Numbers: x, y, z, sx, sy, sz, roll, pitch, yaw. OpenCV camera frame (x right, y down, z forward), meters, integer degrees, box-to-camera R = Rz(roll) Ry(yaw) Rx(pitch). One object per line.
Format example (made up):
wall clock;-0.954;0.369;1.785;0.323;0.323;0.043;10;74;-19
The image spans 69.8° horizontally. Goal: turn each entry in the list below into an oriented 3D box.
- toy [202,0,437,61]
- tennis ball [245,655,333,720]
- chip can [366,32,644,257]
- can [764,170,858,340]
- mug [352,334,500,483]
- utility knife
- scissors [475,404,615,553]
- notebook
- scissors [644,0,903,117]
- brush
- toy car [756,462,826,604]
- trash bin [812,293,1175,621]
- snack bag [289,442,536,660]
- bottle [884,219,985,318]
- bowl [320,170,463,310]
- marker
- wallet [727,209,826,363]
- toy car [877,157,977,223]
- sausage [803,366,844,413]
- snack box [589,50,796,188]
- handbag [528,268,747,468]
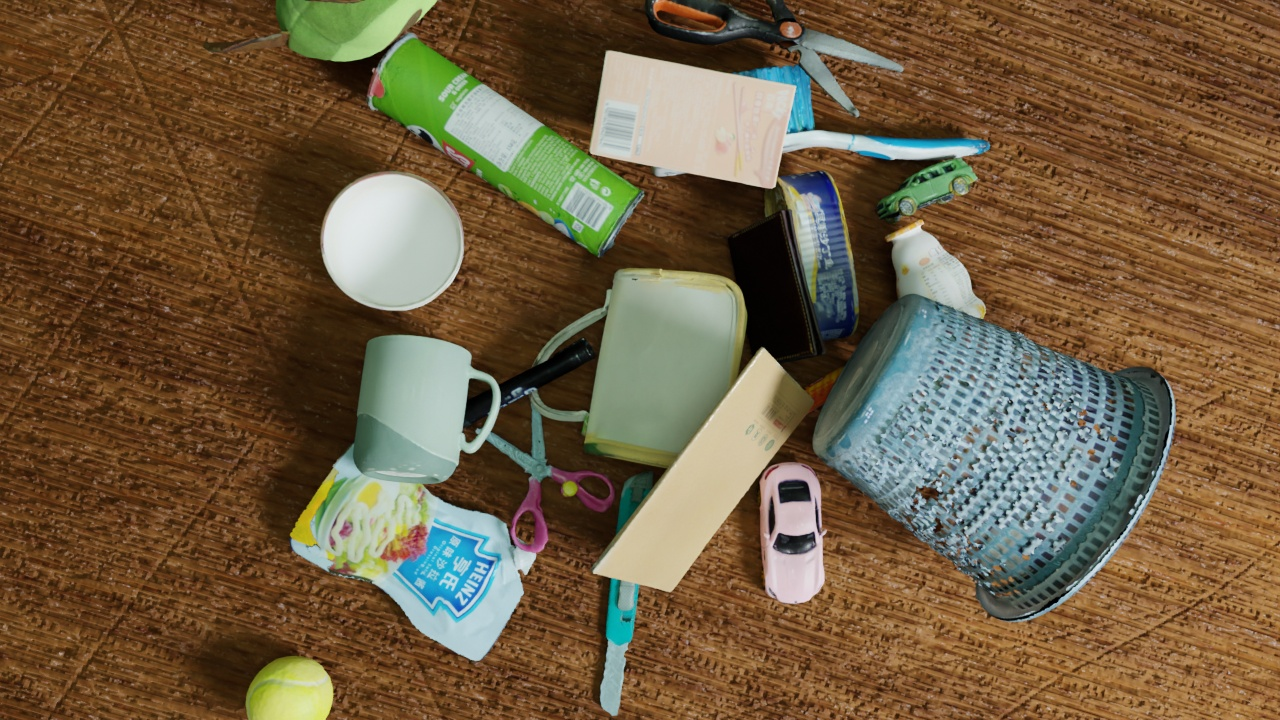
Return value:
toy;-0.212;-0.295;0.717;0.090;0.228;0.245;57;40;-25
tennis ball;-0.280;0.270;0.733;0.065;0.065;0.065;0;86;-5
chip can;-0.112;-0.178;0.772;0.236;0.072;0.072;34;84;-3
can;0.146;-0.089;0.789;0.049;0.075;0.148;-10;88;-9
mug;-0.170;0.042;0.738;0.112;0.082;0.106;3;73;-2
utility knife;-0.013;0.198;0.788;0.029;0.013;0.209;7;86;-4
scissors;-0.088;0.102;0.779;0.133;0.017;0.128;34;70;-7
notebook;0.057;0.095;0.732;0.008;0.147;0.207;38;91;31
scissors;0.114;-0.298;0.789;0.221;0.022;0.221;4;64;-1
brush;0.153;-0.208;0.809;0.314;0.060;0.109;-13;93;-6
toy car;0.131;0.149;0.793;0.056;0.037;0.122;-3;88;-4
trash bin;0.255;0.056;0.722;0.195;0.226;0.226;31;84;3
snack bag;-0.184;0.157;0.764;0.191;0.039;0.110;33;72;-3
bottle;0.254;-0.068;0.803;0.063;0.063;0.108;-27;90;-6
bowl;-0.201;-0.095;0.764;0.113;0.062;0.113;0;88;-4
marker;-0.099;0.019;0.769;0.132;0.020;0.022;-28;55;12
wallet;0.112;-0.058;0.775;0.020;0.096;0.122;-12;88;-26
toy car;0.253;-0.151;0.818;0.091;0.043;0.036;-25;92;-8
sausage;0.123;0.048;0.805;0.165;0.021;0.021;-29;89;-7
snack box;0.042;-0.198;0.754;0.157;0.026;0.084;11;103;1
handbag;-0.005;0.005;0.783;0.179;0.063;0.163;8;83;11
